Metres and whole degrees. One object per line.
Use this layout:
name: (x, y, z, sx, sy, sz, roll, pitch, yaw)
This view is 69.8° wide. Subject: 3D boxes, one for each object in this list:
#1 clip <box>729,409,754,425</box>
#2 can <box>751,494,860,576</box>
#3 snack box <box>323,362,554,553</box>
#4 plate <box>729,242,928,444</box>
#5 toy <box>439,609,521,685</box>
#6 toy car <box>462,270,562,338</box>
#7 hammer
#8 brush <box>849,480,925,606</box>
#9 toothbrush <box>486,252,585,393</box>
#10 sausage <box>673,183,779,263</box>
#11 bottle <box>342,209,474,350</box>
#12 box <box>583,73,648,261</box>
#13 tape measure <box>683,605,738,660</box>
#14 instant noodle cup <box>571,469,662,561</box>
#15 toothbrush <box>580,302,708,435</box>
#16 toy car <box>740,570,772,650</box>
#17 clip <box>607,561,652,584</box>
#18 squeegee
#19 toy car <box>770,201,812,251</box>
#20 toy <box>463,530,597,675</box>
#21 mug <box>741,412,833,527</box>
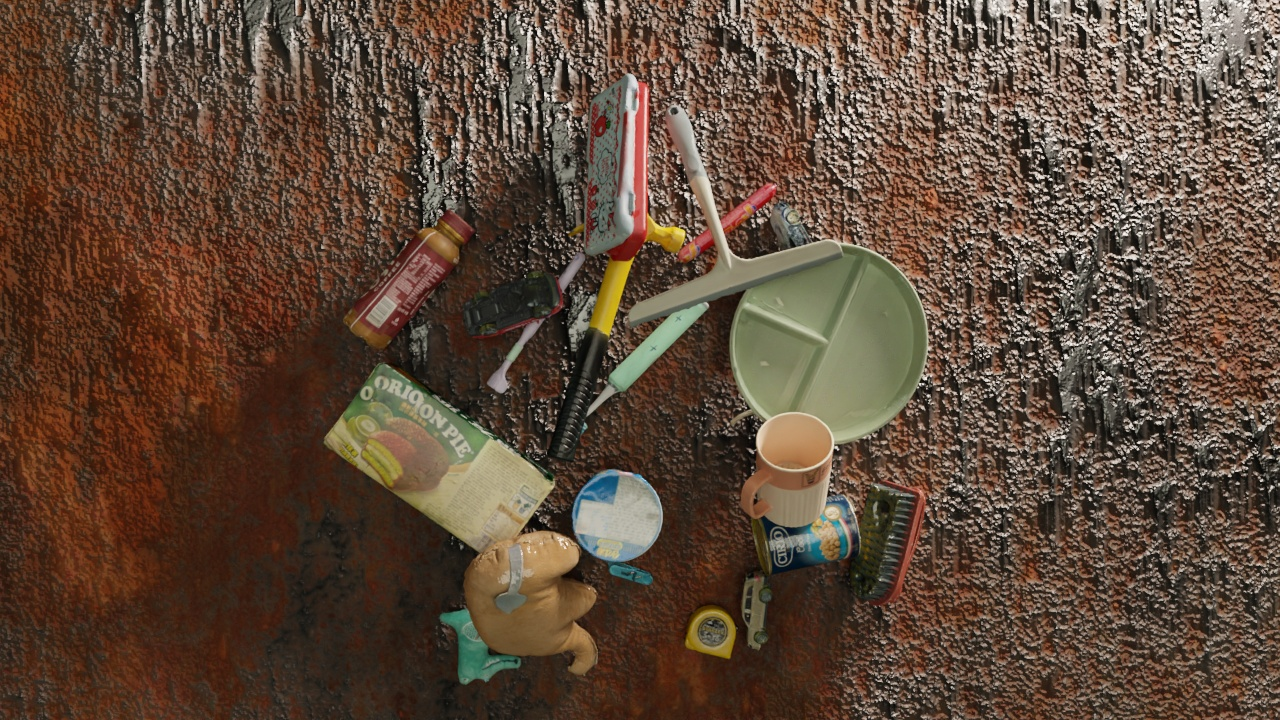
clip: (0.159, 0.057, 1.082, 0.064, 0.034, 0.098, 37, 92, -4)
can: (0.192, 0.202, 1.066, 0.111, 0.075, 0.075, -11, 92, -4)
snack box: (-0.225, 0.114, 1.044, 0.240, 0.063, 0.114, 35, 89, -3)
plate: (0.213, -0.019, 1.045, 0.230, 0.027, 0.230, -1, 97, -5)
toy: (-0.186, 0.335, 1.070, 0.096, 0.030, 0.092, 2, 96, -11)
toy car: (-0.143, -0.061, 1.041, 0.121, 0.045, 0.053, -18, 75, 17)
hammer: (-0.049, -0.032, 1.049, 0.128, 0.033, 0.300, 17, 85, -9)
brush: (0.295, 0.219, 1.083, 0.069, 0.063, 0.146, 12, 92, -33)
toothbrush: (-0.118, -0.046, 1.069, 0.029, 0.021, 0.189, 32, 88, 28)
sausage: (0.102, -0.160, 1.080, 0.156, 0.020, 0.020, -38, 93, -2)
bottle: (-0.259, -0.094, 1.040, 0.057, 0.057, 0.175, 41, 89, -4)
box: (-0.030, -0.214, 1.009, 0.068, 0.091, 0.201, 6, 72, -16)
tape measure: (0.084, 0.319, 1.085, 0.060, 0.029, 0.057, 14, 91, -4)
instant noodle cup: (-0.029, 0.165, 1.034, 0.099, 0.110, 0.099, 0, 92, -4)
toothbrush: (-0.006, 0.006, 1.073, 0.224, 0.026, 0.027, -45, 97, -2)
toy car: (0.136, 0.294, 1.082, 0.035, 0.042, 0.090, 4, 90, 6)
clip: (-0.012, 0.251, 1.081, 0.056, 0.041, 0.014, 19, 92, -7)
squeegee: (0.070, -0.191, 1.030, 0.246, 0.039, 0.246, -18, 73, 4)
toy car: (0.181, -0.135, 1.071, 0.031, 0.049, 0.105, -30, 93, -8)
toy: (-0.118, 0.281, 1.027, 0.143, 0.082, 0.226, -13, 129, 0)
mug: (0.157, 0.131, 1.010, 0.114, 0.106, 0.082, -33, 50, -25)
